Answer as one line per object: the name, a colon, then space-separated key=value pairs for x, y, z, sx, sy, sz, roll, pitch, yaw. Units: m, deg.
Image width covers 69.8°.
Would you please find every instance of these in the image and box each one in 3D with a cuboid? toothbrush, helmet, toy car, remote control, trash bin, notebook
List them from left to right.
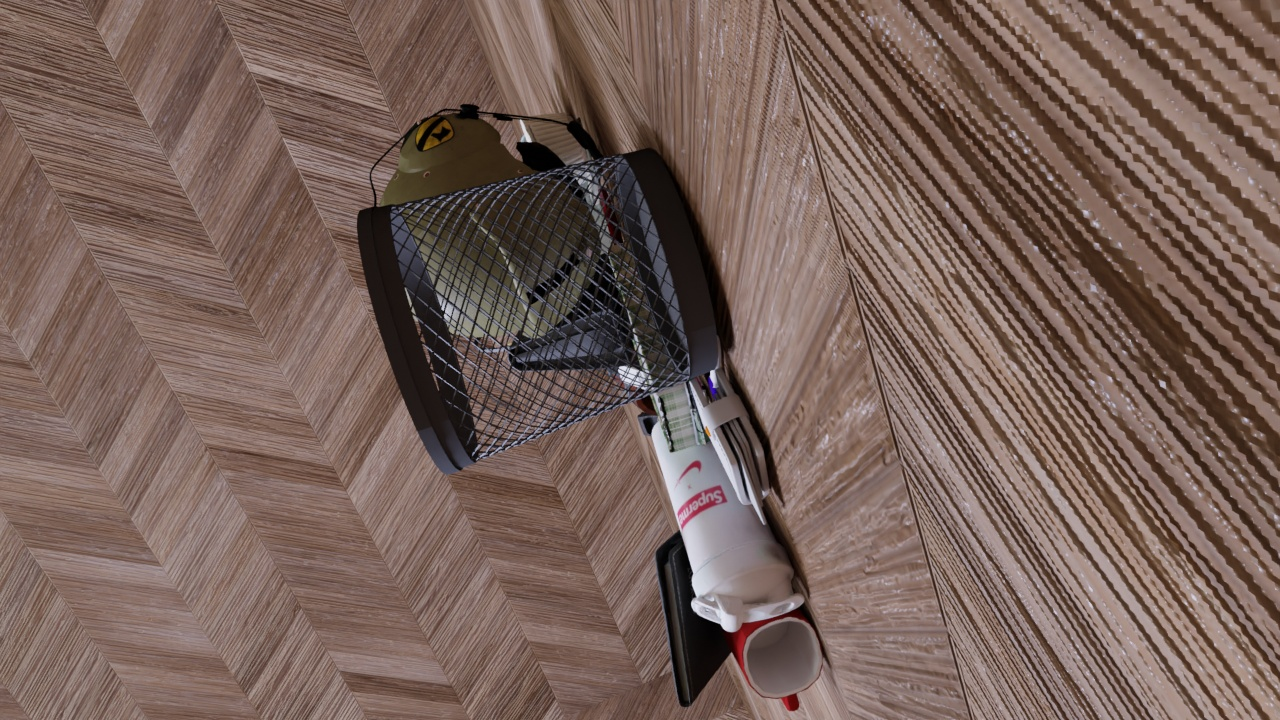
helmet: x=-0.153 y=-0.137 z=0.988 sx=0.250 sy=0.255 sz=0.232 roll=73 pitch=178 yaw=-47
trash bin: x=-0.077 y=-0.047 z=0.738 sx=0.218 sy=0.227 sz=0.217 roll=161 pitch=91 yaw=-85
toy car: x=0.029 y=0.092 z=1.338 sx=0.092 sy=0.037 sz=0.040 roll=-8 pitch=105 yaw=52
remote control: x=0.025 y=0.025 z=0.995 sx=0.124 sy=0.011 sz=0.028 roll=17 pitch=139 yaw=38
notebook: x=0.074 y=0.244 z=0.987 sx=0.208 sy=0.029 sz=0.169 roll=-23 pitch=-75 yaw=-66
toothbrush: x=0.068 y=0.021 z=0.821 sx=0.187 sy=0.015 sz=0.016 roll=76 pitch=173 yaw=-59

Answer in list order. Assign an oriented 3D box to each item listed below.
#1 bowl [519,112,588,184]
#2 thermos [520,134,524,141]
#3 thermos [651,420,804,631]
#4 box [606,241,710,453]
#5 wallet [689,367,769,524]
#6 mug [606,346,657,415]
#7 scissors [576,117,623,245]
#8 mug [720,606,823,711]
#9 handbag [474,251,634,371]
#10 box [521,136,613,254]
bowl: x=-0.105 y=-0.267 z=1.181 sx=0.115 sy=0.062 sz=0.115 roll=156 pitch=91 yaw=-86
thermos: x=-0.105 y=-0.237 z=1.324 sx=0.207 sy=0.065 sz=0.077 roll=67 pitch=-161 yaw=4
thermos: x=0.074 y=0.153 z=0.905 sx=0.099 sy=0.099 sz=0.220 roll=73 pitch=177 yaw=-54
box: x=0.019 y=-0.019 z=0.918 sx=0.118 sy=0.050 sz=0.205 roll=77 pitch=175 yaw=-50
wallet: x=0.083 y=0.078 z=0.786 sx=0.118 sy=0.037 sz=0.115 roll=68 pitch=177 yaw=-61
mug: x=-0.007 y=0.006 z=1.100 sx=0.117 sy=0.081 sz=0.111 roll=24 pitch=-165 yaw=-27
scissors: x=-0.050 y=-0.208 z=1.130 sx=0.179 sy=0.015 sz=0.199 roll=-124 pitch=13 yaw=-69
mug: x=0.134 y=0.293 z=0.932 sx=0.096 sy=0.080 sz=0.116 roll=-131 pitch=26 yaw=-77
handbag: x=-0.105 y=-0.047 z=1.087 sx=0.175 sy=0.196 sz=0.072 roll=-78 pitch=-28 yaw=-59
box: x=-0.100 y=-0.223 z=1.258 sx=0.199 sy=0.084 sz=0.067 roll=67 pitch=-167 yaw=3
